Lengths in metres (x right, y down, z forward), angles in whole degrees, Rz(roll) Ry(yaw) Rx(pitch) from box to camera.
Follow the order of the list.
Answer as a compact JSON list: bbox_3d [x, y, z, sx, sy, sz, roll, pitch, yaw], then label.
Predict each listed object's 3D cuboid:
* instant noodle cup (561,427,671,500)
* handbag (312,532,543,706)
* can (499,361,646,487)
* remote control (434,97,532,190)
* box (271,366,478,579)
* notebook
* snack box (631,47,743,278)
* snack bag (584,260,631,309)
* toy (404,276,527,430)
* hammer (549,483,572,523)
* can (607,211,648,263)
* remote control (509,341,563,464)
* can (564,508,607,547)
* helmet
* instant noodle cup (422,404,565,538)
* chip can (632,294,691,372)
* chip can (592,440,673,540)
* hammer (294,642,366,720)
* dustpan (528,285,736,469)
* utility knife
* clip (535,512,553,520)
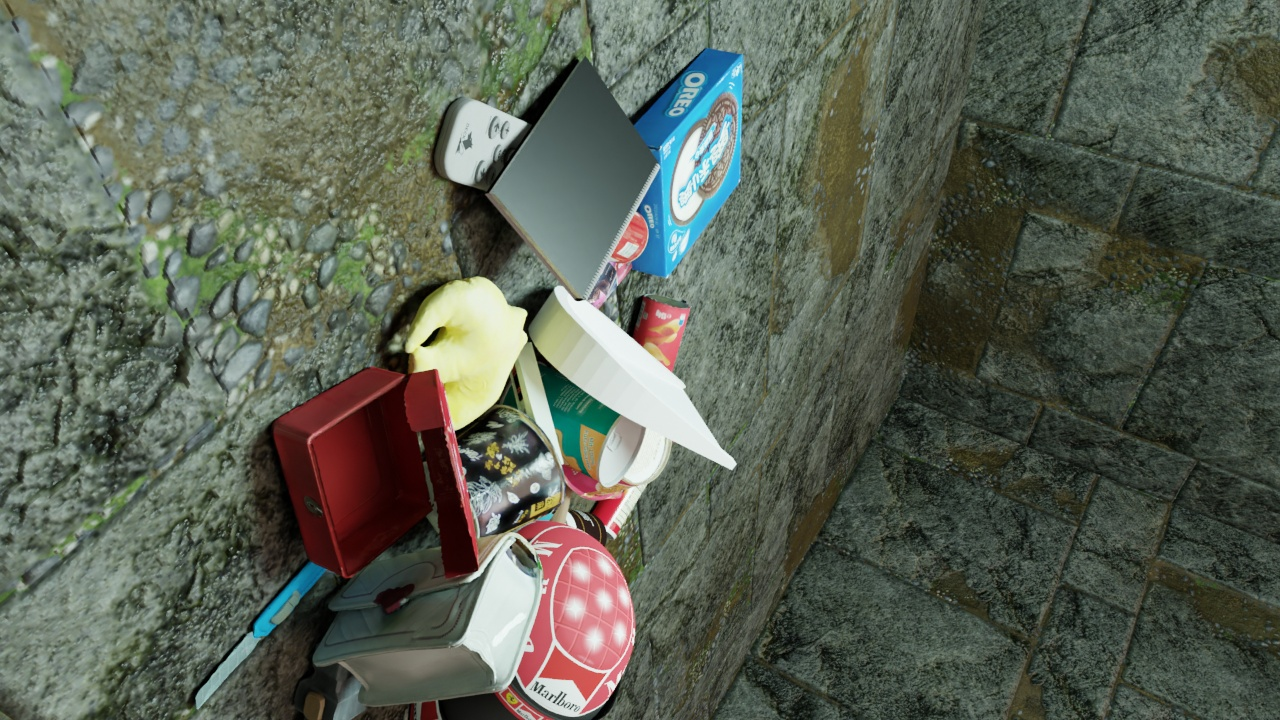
[{"bbox_3d":[-0.028,0.092,1.187,0.178,0.078,0.178,7,81,-50],"label":"instant noodle cup"},{"bbox_3d":[-0.201,0.239,0.876,0.096,0.199,0.141,53,33,-30],"label":"handbag"},{"bbox_3d":[-0.080,0.073,1.072,0.099,0.144,0.099,-46,149,-39],"label":"can"},{"bbox_3d":[-0.136,-0.196,0.867,0.150,0.019,0.074,1,110,-65],"label":"remote control"},{"bbox_3d":[-0.234,0.101,0.815,0.147,0.156,0.157,-112,-166,-62],"label":"box"},{"bbox_3d":[-0.059,-0.183,0.924,0.149,0.016,0.206,50,51,-34],"label":"notebook"},{"bbox_3d":[0.058,-0.250,1.162,0.238,0.056,0.196,-55,153,-36],"label":"snack box"},{"bbox_3d":[-0.041,-0.118,1.143,0.154,0.018,0.075,-54,153,-31],"label":"snack bag"},{"bbox_3d":[-0.172,-0.006,0.909,0.154,0.065,0.171,-34,141,-42],"label":"toy"},{"bbox_3d":[-0.113,0.215,1.190,0.052,0.098,0.328,43,57,-66],"label":"hammer"},{"bbox_3d":[-0.051,-0.154,1.024,0.170,0.067,0.067,11,101,-66],"label":"can"},{"bbox_3d":[-0.120,0.050,1.007,0.024,0.143,0.050,-12,171,-23],"label":"remote control"},{"bbox_3d":[-0.100,0.242,1.273,0.072,0.072,0.128,-65,156,-4],"label":"can"},{"bbox_3d":[-0.115,0.302,0.989,0.197,0.225,0.270,37,41,-26],"label":"helmet"},{"bbox_3d":[-0.166,0.132,0.976,0.112,0.137,0.137,-31,138,-40],"label":"instant noodle cup"},{"bbox_3d":[0.008,0.022,1.304,0.073,0.073,0.233,-14,122,-61],"label":"chip can"},{"bbox_3d":[-0.008,0.175,1.433,0.214,0.052,0.052,-57,154,-22],"label":"chip can"},{"bbox_3d":[-0.260,0.333,1.055,0.322,0.051,0.117,-10,117,-65],"label":"hammer"},{"bbox_3d":[-0.006,0.006,1.058,0.257,0.191,0.053,28,106,-29],"label":"dustpan"},{"bbox_3d":[-0.327,0.224,0.852,0.224,0.015,0.031,-51,147,-29],"label":"utility knife"},{"bbox_3d":[-0.171,0.189,1.135,0.130,0.121,0.031,-32,154,-5],"label":"clip"}]
